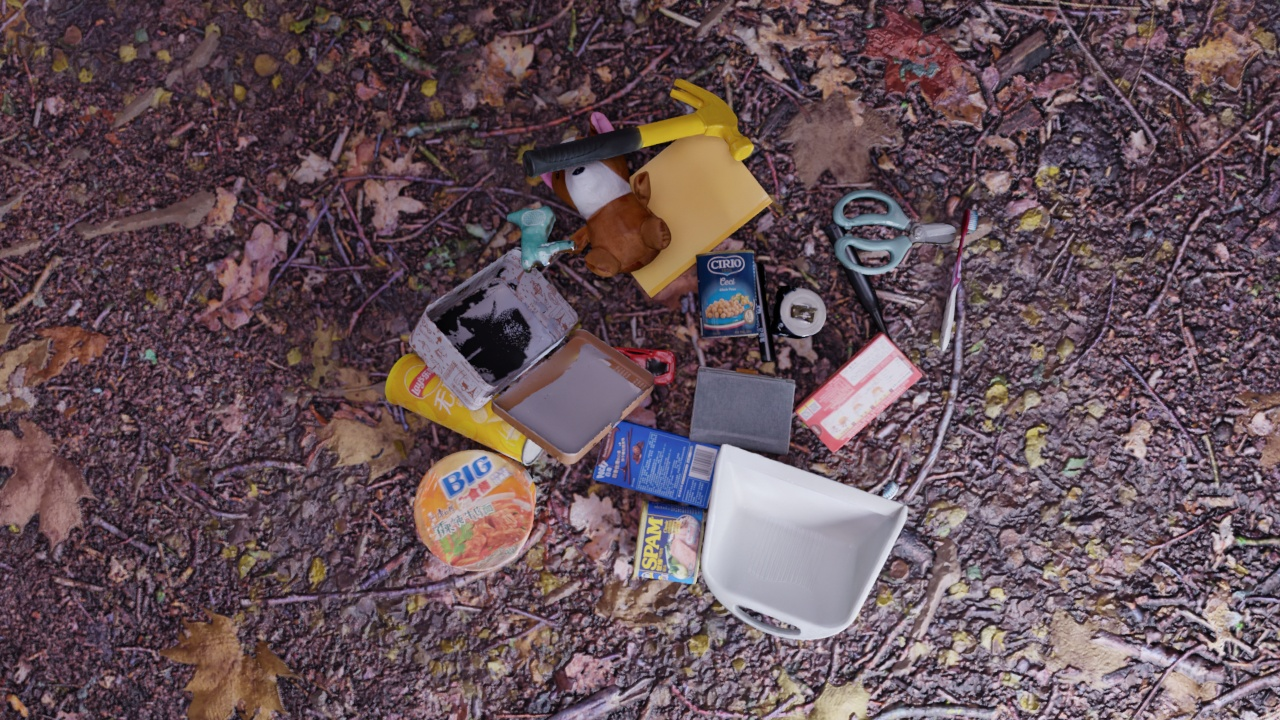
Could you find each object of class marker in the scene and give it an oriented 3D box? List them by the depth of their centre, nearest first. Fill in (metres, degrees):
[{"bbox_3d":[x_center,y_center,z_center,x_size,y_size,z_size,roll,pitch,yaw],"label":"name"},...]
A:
[{"bbox_3d":[0.160,-0.063,1.206,0.022,0.020,0.132,-8,90,-26],"label":"marker"}]

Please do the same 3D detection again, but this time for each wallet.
[{"bbox_3d":[0.133,0.063,1.200,0.130,0.037,0.106,8,79,1],"label":"wallet"}]

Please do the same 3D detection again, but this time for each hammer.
[{"bbox_3d":[-0.006,-0.273,1.125,0.300,0.033,0.128,-21,68,-28],"label":"hammer"}]

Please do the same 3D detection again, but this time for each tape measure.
[{"bbox_3d":[0.205,-0.061,1.189,0.066,0.033,0.065,9,84,-8],"label":"tape measure"}]

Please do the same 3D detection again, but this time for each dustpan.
[{"bbox_3d":[0.178,0.241,1.117,0.223,0.258,0.142,18,67,13],"label":"dustpan"}]

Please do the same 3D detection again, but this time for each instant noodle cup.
[{"bbox_3d":[-0.203,0.185,1.185,0.151,0.111,0.151,0,91,3],"label":"instant noodle cup"}]

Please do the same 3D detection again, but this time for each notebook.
[{"bbox_3d":[0.050,-0.202,1.212,0.206,0.010,0.146,-39,89,3],"label":"notebook"}]

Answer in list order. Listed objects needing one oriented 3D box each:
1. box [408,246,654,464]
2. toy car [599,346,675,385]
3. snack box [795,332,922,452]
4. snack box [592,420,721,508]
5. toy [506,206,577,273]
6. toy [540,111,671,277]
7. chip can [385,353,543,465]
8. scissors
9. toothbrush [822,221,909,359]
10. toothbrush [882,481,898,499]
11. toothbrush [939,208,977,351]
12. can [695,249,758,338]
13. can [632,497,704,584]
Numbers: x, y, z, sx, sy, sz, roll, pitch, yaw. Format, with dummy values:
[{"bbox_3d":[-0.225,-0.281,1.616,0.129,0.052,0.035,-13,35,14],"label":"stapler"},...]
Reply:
[{"bbox_3d":[-0.132,0.003,1.137,0.261,0.103,0.178,46,51,2],"label":"box"},{"bbox_3d":[-0.007,0.007,1.211,0.106,0.031,0.049,4,91,5],"label":"toy car"},{"bbox_3d":[0.281,0.041,1.188,0.153,0.025,0.075,-44,90,11],"label":"snack box"},{"bbox_3d":[0.023,0.135,1.214,0.157,0.026,0.084,15,92,3],"label":"snack box"},{"bbox_3d":[-0.126,-0.154,1.156,0.096,0.030,0.091,-8,68,17],"label":"toy"},{"bbox_3d":[-0.051,-0.204,1.158,0.140,0.130,0.199,-28,80,10],"label":"toy"},{"bbox_3d":[-0.222,0.062,1.179,0.213,0.072,0.072,23,92,16],"label":"chip can"},{"bbox_3d":[0.326,-0.185,1.184,0.185,0.019,0.129,-19,89,-12],"label":"scissors"},{"bbox_3d":[0.296,-0.084,1.194,0.027,0.026,0.212,-27,90,15],"label":"toothbrush"},{"bbox_3d":[0.274,0.252,1.203,0.027,0.026,0.221,36,94,44],"label":"toothbrush"},{"bbox_3d":[0.413,-0.104,1.193,0.017,0.016,0.187,10,92,-7],"label":"toothbrush"},{"bbox_3d":[0.112,-0.083,1.180,0.075,0.075,0.111,-4,92,3],"label":"can"},{"bbox_3d":[0.037,0.237,1.202,0.083,0.057,0.102,8,92,1],"label":"can"}]
